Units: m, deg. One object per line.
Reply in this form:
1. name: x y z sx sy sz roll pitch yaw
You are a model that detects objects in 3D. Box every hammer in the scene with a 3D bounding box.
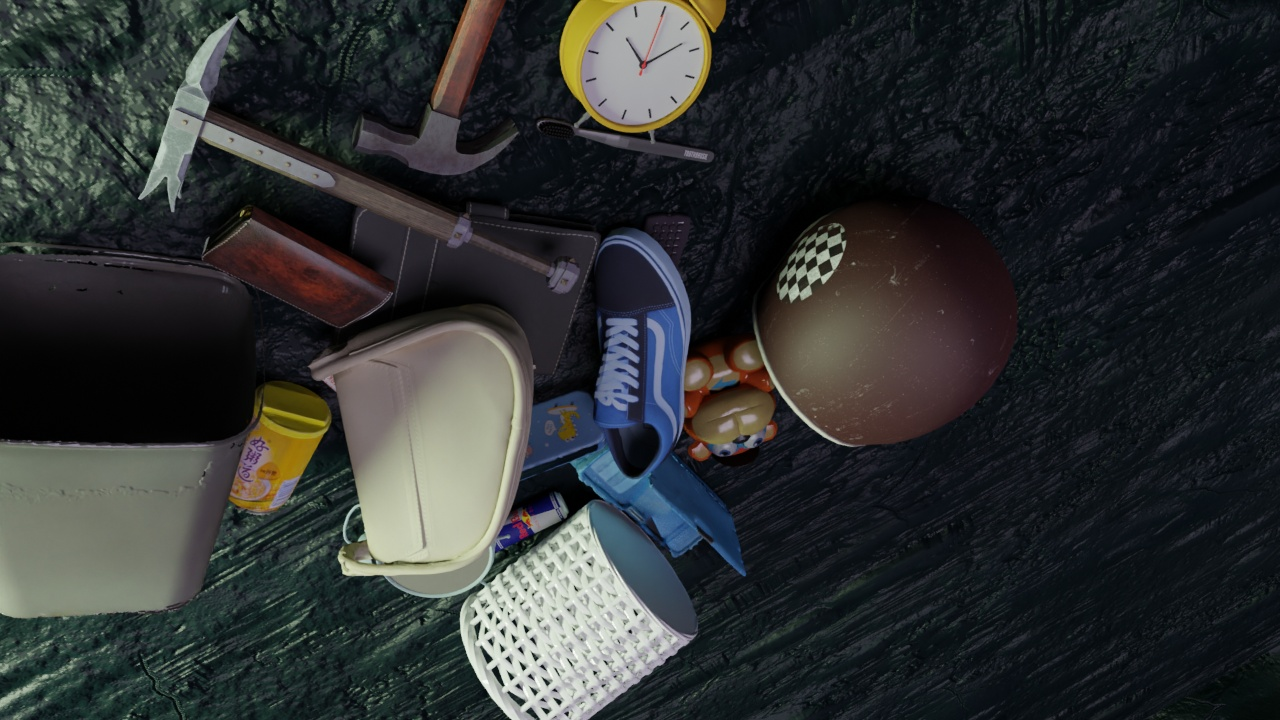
1. hammer: -0.184 -0.122 0.687 0.316 0.028 0.147 21 119 -25
2. hammer: -0.103 -0.268 0.645 0.111 0.028 0.301 12 121 -31

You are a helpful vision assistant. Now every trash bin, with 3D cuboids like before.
1. trash bin: -0.397 0.063 0.683 0.197 0.197 0.221 4 132 -27

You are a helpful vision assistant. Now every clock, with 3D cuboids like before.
1. clock: -0.221 0.182 0.936 0.159 0.045 0.123 16 117 -17
2. clock: 0.003 -0.244 0.699 0.113 0.052 0.152 5 129 -28

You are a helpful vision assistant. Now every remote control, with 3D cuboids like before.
1. remote control: 0.016 -0.082 0.866 0.046 0.009 0.125 -4 129 -22

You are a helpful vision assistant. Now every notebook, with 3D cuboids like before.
1. notebook: -0.151 -0.060 0.795 0.208 0.029 0.170 3 126 -28

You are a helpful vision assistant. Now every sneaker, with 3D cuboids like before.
1. sneaker: -0.005 0.005 0.836 0.083 0.098 0.242 6 122 21

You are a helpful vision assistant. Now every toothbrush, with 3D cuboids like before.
1. toothbrush: -0.009 -0.183 0.770 0.167 0.013 0.013 2 126 -29

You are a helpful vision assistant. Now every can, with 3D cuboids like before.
1. can: -0.126 0.175 0.998 0.095 0.032 0.032 -26 133 -3
2. can: -0.321 0.075 0.801 0.067 0.067 0.105 18 118 -35

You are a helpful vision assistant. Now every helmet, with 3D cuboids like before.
1. helmet: 0.231 -0.031 0.882 0.233 0.233 0.254 39 128 -15

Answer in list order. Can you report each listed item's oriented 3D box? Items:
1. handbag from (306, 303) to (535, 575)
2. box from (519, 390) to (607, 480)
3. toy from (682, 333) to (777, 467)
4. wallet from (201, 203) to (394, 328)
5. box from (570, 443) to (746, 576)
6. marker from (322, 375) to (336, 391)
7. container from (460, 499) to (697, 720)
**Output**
1. handbag: -0.179 0.064 0.799 0.184 0.132 0.229 -4 104 0
2. box: -0.137 0.084 0.879 0.210 0.069 0.064 -20 120 -10
3. toy: 0.090 0.043 0.955 0.112 0.096 0.176 -19 144 -1
4. wallet: -0.257 -0.068 0.695 0.072 0.019 0.123 -26 140 32
5. box: 0.032 0.169 1.013 0.094 0.110 0.231 -36 133 5
6. marker: -0.248 0.047 0.845 0.017 0.017 0.145 -33 133 3
7. container: -0.066 0.281 1.007 0.187 0.189 0.189 -40 133 8
